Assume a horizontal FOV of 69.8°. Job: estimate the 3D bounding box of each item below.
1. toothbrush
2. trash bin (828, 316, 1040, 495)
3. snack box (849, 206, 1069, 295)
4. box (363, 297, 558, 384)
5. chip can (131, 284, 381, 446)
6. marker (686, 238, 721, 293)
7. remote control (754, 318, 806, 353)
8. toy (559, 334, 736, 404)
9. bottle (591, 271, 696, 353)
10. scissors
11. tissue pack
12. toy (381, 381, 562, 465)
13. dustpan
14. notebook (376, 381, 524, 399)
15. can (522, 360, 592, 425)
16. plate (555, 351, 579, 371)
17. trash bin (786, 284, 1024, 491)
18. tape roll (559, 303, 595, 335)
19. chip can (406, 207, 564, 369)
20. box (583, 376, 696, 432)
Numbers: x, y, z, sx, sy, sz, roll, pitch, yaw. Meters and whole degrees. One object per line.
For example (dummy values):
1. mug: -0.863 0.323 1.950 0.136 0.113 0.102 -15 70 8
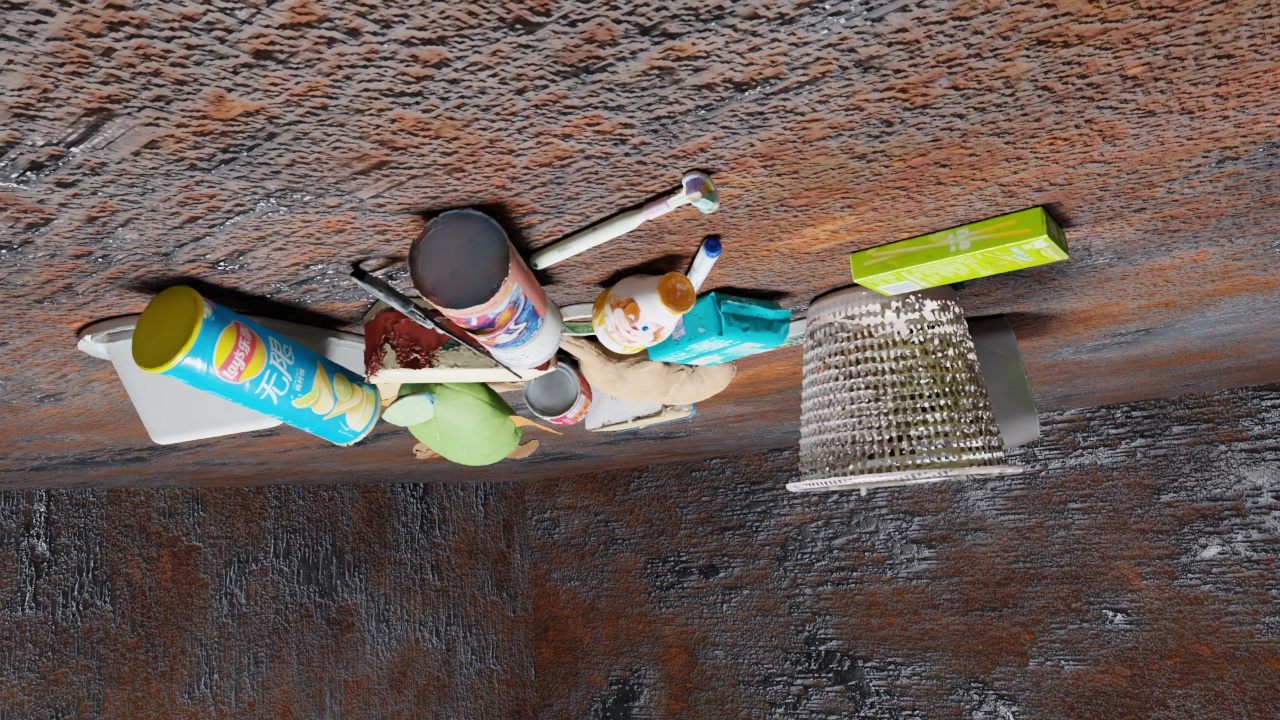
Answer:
1. toothbrush: -0.020 -0.091 0.634 0.190 0.029 0.020 -14 -153 47
2. trash bin: 0.360 0.053 1.155 0.220 0.198 0.199 -13 169 10
3. snack box: 0.264 -0.087 0.762 0.157 0.026 0.085 -12 168 35
4. box: -0.165 -0.008 0.851 0.168 0.080 0.091 0 169 -28
5. chip can: -0.316 0.011 0.780 0.071 0.071 0.210 -9 156 24
6. marker: 0.048 -0.074 0.764 0.017 0.017 0.146 -4 170 -6
7. remote control: 0.168 -0.028 1.062 0.135 0.019 0.056 -14 167 40
8. toy: -0.006 0.006 1.029 0.225 0.082 0.144 4 163 -27
9. bottle: 0.004 -0.044 0.779 0.063 0.063 0.109 1 168 -29
10. scissors: -0.154 -0.028 0.672 0.146 0.014 0.172 35 175 -17
11. tissue pack: 0.075 -0.031 0.917 0.093 0.050 0.134 5 166 -37
12. toy: -0.195 0.061 0.993 0.227 0.089 0.247 7 159 3
13. dustpan: -0.399 -0.014 0.912 0.223 0.143 0.257 -9 -162 23
14. notebook: -0.227 0.029 1.081 0.212 0.012 0.149 -7 169 10
15. can: -0.093 0.039 1.058 0.066 0.066 0.094 -6 170 7
16. plate: -0.158 0.004 1.085 0.179 0.024 0.179 -6 169 -1
17. trash bin: 0.252 0.029 0.923 0.227 0.192 0.227 -4 170 -1
18. tape roll: -0.051 -0.040 0.909 0.086 0.014 0.086 -4 170 -1
19. chip can: -0.108 -0.047 0.690 0.071 0.071 0.215 -5 169 3
20. box: -0.010 0.045 1.198 0.061 0.089 0.185 2 170 -38
